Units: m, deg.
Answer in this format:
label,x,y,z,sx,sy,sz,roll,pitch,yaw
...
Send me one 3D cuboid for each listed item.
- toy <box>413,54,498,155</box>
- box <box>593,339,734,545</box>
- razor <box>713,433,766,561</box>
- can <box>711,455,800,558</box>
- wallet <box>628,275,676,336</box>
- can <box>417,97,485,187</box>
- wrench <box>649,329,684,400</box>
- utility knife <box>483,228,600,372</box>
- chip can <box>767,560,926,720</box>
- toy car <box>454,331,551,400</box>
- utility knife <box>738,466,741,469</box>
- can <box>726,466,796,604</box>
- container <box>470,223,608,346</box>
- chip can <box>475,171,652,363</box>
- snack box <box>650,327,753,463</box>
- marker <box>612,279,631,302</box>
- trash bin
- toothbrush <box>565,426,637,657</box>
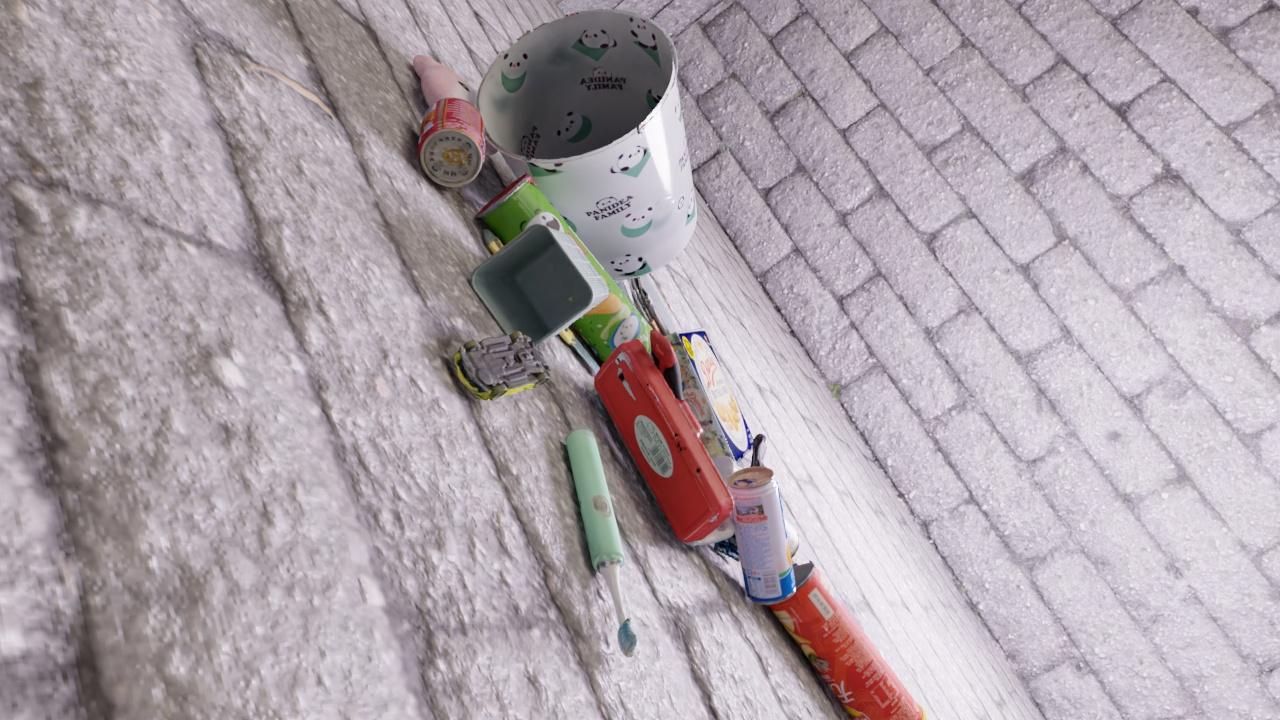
label,x,y,z,sx,sy,sz,roll,pitch,yaw
toy,-0.219,-0.307,1.086,0.121,0.054,0.159,37,14,-52
box,0.037,0.081,0.912,0.099,0.110,0.201,-9,59,-42
razor,0.118,0.145,0.998,0.042,0.022,0.142,36,63,-38
can,0.122,0.174,1.053,0.147,0.058,0.058,47,16,-27
wallet,0.017,-0.061,1.301,0.130,0.037,0.106,61,12,-23
can,-0.192,-0.222,0.935,0.066,0.067,0.093,46,16,-31
wrench,0.039,0.046,0.978,0.056,0.016,0.274,43,-15,30
utility knife,-0.101,-0.056,0.963,0.201,0.021,0.030,56,19,-13
chip can,0.223,0.325,1.006,0.216,0.073,0.073,53,14,-5
toy car,-0.113,0.007,0.732,0.048,0.032,0.105,57,25,8
utility knife,0.154,0.211,1.153,0.034,0.018,0.234,43,19,-32
can,0.125,0.180,0.949,0.053,0.053,0.135,-74,153,-72
container,-0.090,-0.072,0.877,0.090,0.090,0.111,54,11,0
chip can,-0.074,-0.090,0.999,0.236,0.072,0.072,50,15,-18
snack box,0.084,0.049,1.198,0.182,0.046,0.177,66,15,3
marker,-0.019,-0.076,1.267,0.017,0.017,0.145,43,18,-38
trash bin,-0.042,-0.241,1.096,0.229,0.229,0.252,64,0,34
toothbrush,-0.030,0.133,0.712,0.026,0.027,0.224,4,37,-18
